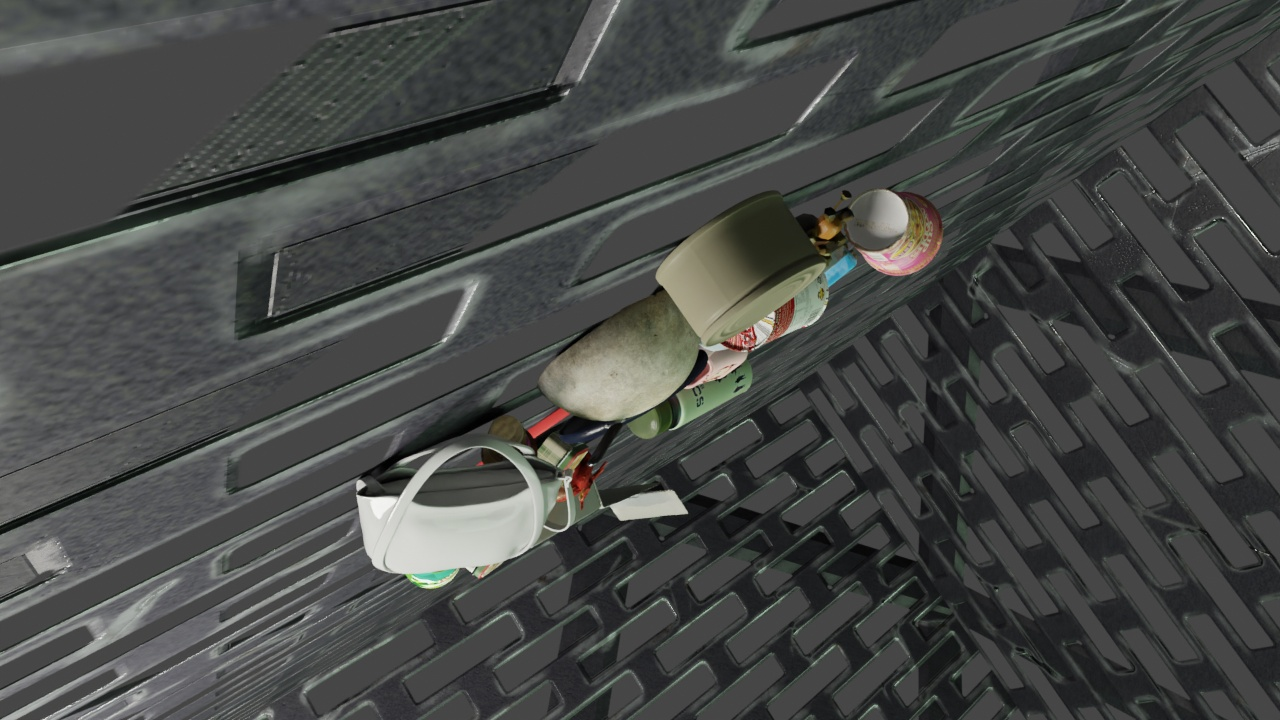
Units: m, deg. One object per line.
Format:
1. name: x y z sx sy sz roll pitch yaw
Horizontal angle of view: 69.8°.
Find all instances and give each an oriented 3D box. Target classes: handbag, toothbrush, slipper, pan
1. handbag: -0.158 0.120 0.869 0.215 0.095 0.223 -3 148 -21
2. toothbrush: -0.110 0.075 1.089 0.212 0.012 0.018 -34 171 6
3. slipper: 0.109 -0.008 1.260 0.220 0.055 0.107 -31 172 -41
4. pan: -0.018 0.060 1.006 0.199 0.021 0.355 -28 -173 13

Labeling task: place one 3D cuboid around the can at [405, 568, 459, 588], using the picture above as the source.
1. can: -0.282 0.260 1.246 0.083 0.083 0.144 -29 170 -22

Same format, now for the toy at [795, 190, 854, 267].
1. toy: 0.173 -0.123 0.885 0.076 0.062 0.100 -4 150 -31

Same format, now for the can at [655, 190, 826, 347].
1. can: 0.086 -0.076 0.781 0.127 0.073 0.128 -32 171 -6

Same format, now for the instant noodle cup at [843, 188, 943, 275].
1. instant noodle cup: 0.276 -0.148 1.018 0.098 0.097 0.108 -37 163 23

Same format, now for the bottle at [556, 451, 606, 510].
1. bottle: -0.105 0.159 1.288 0.099 0.099 0.111 -33 175 -2

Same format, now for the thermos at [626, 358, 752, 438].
1. thermos: 0.069 0.048 1.372 0.230 0.082 0.083 -24 167 -44

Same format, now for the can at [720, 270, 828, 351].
1. can: 0.130 -0.064 0.949 0.116 0.086 0.087 -22 165 -49

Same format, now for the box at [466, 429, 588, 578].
1. box: -0.149 0.181 1.178 0.205 0.051 0.117 -53 178 1

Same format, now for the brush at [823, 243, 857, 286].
1. brush: 0.183 -0.091 1.065 0.136 0.055 0.075 -42 177 35

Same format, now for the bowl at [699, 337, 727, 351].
1. bowl: 0.116 -0.045 1.147 0.106 0.039 0.106 -32 171 -6

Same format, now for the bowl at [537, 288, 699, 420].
1. bowl: -0.007 0.009 0.893 0.178 0.081 0.178 -30 170 -6

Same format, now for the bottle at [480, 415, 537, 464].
1. bottle: -0.136 0.092 0.949 0.059 0.059 0.166 -31 167 -15

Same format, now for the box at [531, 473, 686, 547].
1. box: -0.108 0.229 1.474 0.166 0.098 0.367 -14 179 41
